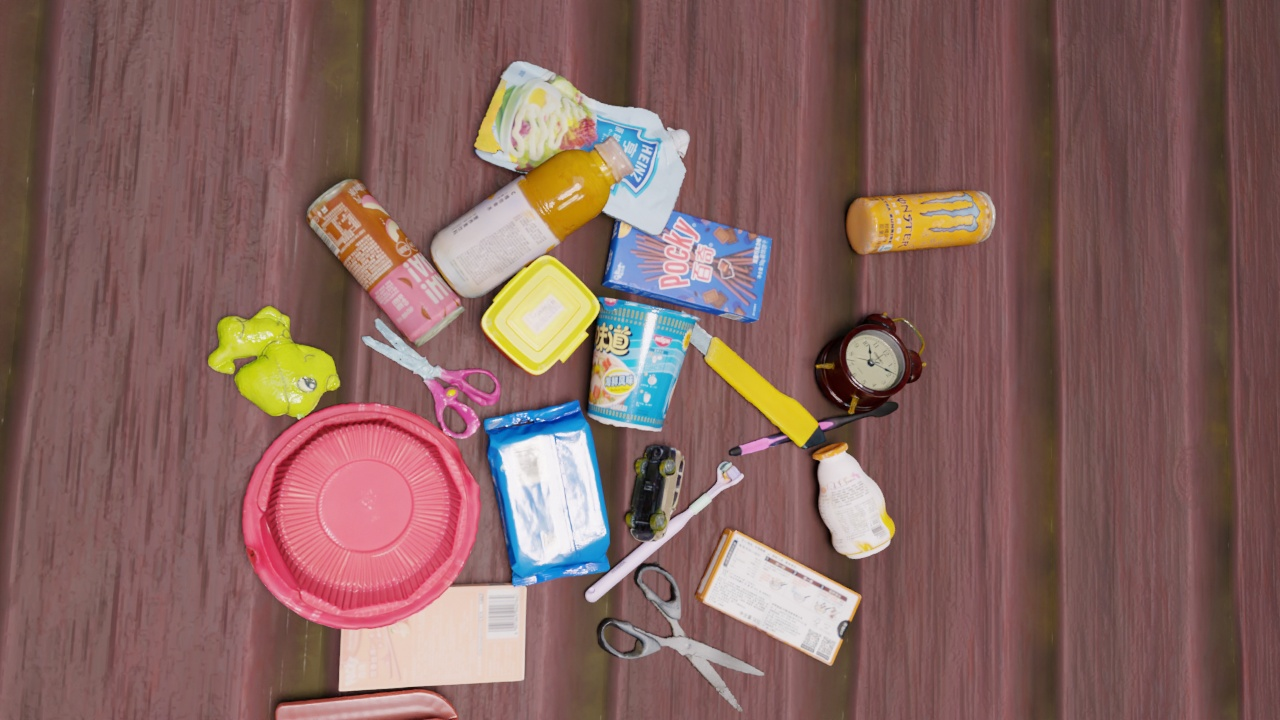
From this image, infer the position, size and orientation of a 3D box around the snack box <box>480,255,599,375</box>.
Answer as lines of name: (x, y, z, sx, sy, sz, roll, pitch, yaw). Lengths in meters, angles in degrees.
snack box: (-0.092, -0.036, 0.815, 0.082, 0.080, 0.091, 44, 75, -8)

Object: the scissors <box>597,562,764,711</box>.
scissors: (0.037, 0.267, 0.869, 0.170, 0.014, 0.159, -8, 91, -19)

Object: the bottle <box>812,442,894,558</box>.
bottle: (0.205, 0.136, 0.899, 0.063, 0.063, 0.108, -23, 93, -17)

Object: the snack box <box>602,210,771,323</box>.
snack box: (0.047, -0.095, 0.889, 0.157, 0.026, 0.084, 13, 81, -15)

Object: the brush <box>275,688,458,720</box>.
brush: (-0.223, 0.308, 0.756, 0.145, 0.069, 0.063, -1, 87, -17)

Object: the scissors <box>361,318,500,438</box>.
scissors: (-0.184, 0.003, 0.821, 0.137, 0.017, 0.077, 46, 65, -3)

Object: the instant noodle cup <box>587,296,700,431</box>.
instant noodle cup: (-0.005, 0.005, 0.837, 0.099, 0.099, 0.110, 12, 91, -16)

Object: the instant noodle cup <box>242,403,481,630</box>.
instant noodle cup: (-0.226, 0.122, 0.757, 0.193, 0.066, 0.193, 5, 73, -17)

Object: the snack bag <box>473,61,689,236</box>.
snack bag: (-0.049, -0.199, 0.851, 0.191, 0.039, 0.110, 21, 71, -5)

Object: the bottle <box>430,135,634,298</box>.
bottle: (-0.093, -0.128, 0.803, 0.189, 0.068, 0.068, -34, 96, 3)

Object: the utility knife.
utility knife: (0.108, 0.020, 0.902, 0.193, 0.015, 0.033, 42, 76, -4)

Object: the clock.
clock: (0.232, 0.001, 0.916, 0.121, 0.055, 0.082, -32, 81, -20)

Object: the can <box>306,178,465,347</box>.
can: (-0.220, -0.084, 0.792, 0.057, 0.058, 0.147, -41, 98, -15)

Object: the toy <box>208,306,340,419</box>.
toy: (-0.309, 0.005, 0.774, 0.096, 0.031, 0.100, -16, 86, -17)

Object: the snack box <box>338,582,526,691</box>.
snack box: (-0.179, 0.238, 0.797, 0.157, 0.026, 0.084, 3, 85, -16)

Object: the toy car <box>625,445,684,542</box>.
toy car: (0.016, 0.125, 0.855, 0.035, 0.042, 0.090, 23, 73, -36)

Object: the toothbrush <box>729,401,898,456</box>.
toothbrush: (0.175, 0.069, 0.925, 0.189, 0.018, 0.014, -14, 89, -14)

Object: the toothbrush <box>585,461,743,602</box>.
toothbrush: (0.022, 0.163, 0.866, 0.189, 0.029, 0.021, -39, 135, -15)

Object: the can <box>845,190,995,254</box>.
can: (0.288, -0.143, 0.948, 0.146, 0.058, 0.058, -7, 88, -17)

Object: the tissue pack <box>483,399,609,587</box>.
tissue pack: (-0.082, 0.120, 0.821, 0.095, 0.052, 0.157, -10, 89, -15)

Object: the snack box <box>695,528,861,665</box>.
snack box: (0.135, 0.229, 0.891, 0.153, 0.026, 0.075, 29, 79, -12)
